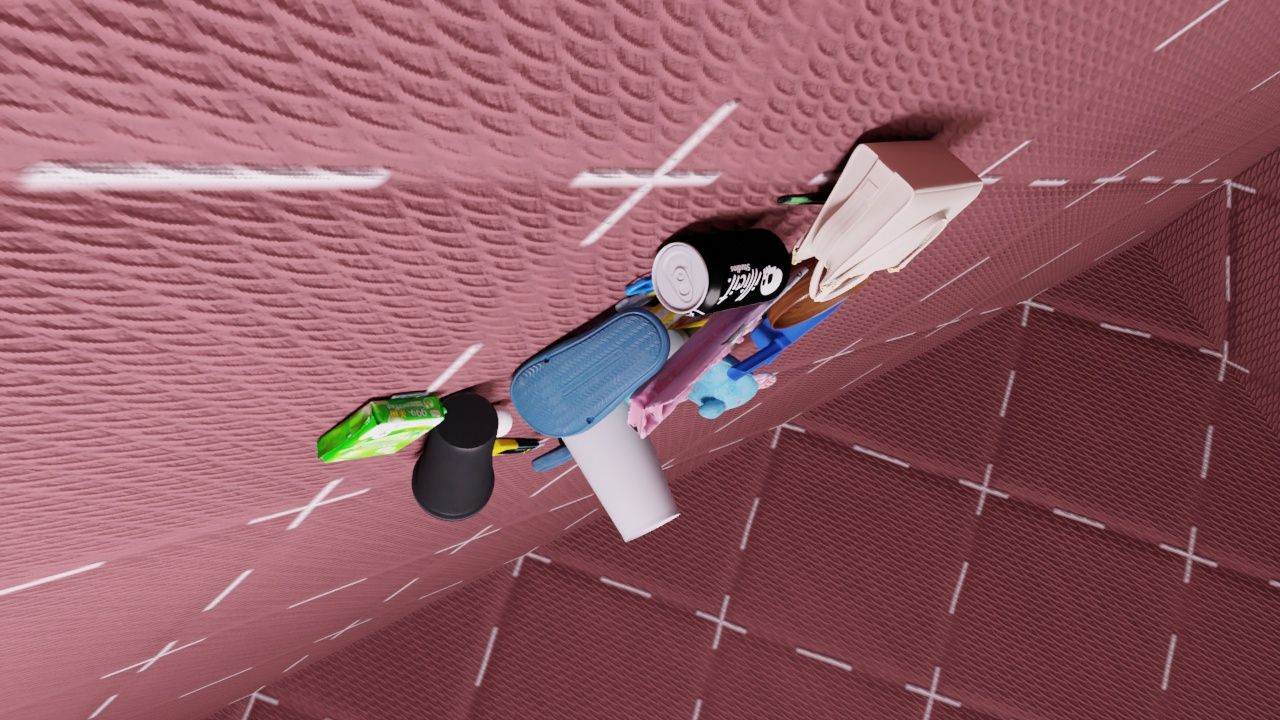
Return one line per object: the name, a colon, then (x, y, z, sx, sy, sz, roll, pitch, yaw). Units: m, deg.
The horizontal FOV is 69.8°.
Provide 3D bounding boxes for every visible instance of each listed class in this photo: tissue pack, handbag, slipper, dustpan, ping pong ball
tissue pack: (-0.272, 0.071, 0.969, 0.100, 0.034, 0.113, -32, 165, 28)
handbag: (0.246, -0.135, 0.988, 0.194, 0.101, 0.198, -17, 149, -47)
slipper: (-0.054, 0.016, 1.043, 0.214, 0.104, 0.059, -31, 179, 23)
dustpan: (0.212, -0.050, 1.338, 0.257, 0.059, 0.246, -29, 170, -31)
slipper: (-0.097, 0.114, 1.443, 0.104, 0.059, 0.213, -26, -177, 41)
ping pong ball: (-0.181, 0.076, 1.153, 0.040, 0.040, 0.040, -26, 167, -7)

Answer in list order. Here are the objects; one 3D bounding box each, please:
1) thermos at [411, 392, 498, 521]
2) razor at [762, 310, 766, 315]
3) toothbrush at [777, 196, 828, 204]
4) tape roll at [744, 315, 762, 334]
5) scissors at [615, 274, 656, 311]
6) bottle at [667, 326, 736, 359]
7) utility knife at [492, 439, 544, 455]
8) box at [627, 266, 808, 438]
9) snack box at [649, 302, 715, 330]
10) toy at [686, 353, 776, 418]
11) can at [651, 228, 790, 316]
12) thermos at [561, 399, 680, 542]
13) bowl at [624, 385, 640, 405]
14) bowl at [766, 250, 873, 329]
thermos: (-0.220, 0.115, 1.112, 0.105, 0.105, 0.219, -22, 161, -25)
razor: (0.208, -0.100, 1.303, 0.043, 0.018, 0.141, -31, 173, -34)
toothbrush: (0.204, -0.178, 1.013, 0.187, 0.017, 0.014, -9, 154, -46)
tape roll: (0.135, -0.048, 1.358, 0.094, 0.019, 0.094, -26, 167, -7)
scissors: (0.027, -0.081, 1.021, 0.132, 0.020, 0.097, -18, 169, -37)
bottle: (0.077, -0.028, 1.225, 0.108, 0.060, 0.060, -14, 162, -46)
utility knife: (-0.190, 0.133, 1.413, 0.029, 0.020, 0.186, -29, 168, 14)
box: (0.080, -0.018, 1.059, 0.232, 0.051, 0.181, -43, 176, -21)
snack box: (0.069, -0.067, 1.115, 0.075, 0.025, 0.152, -34, 169, 26)
toy: (0.114, 0.034, 1.415, 0.183, 0.114, 0.180, 1, 171, 13)
can: (0.086, -0.092, 0.944, 0.145, 0.080, 0.080, -14, 162, -46)
thermos: (-0.034, 0.124, 1.227, 0.131, 0.221, 0.131, -26, 167, -7)
bowl: (-0.007, 0.007, 1.167, 0.046, 0.121, 0.121, 17, 156, -8)
bowl: (0.218, -0.106, 1.183, 0.147, 0.069, 0.147, -26, 166, -7)
